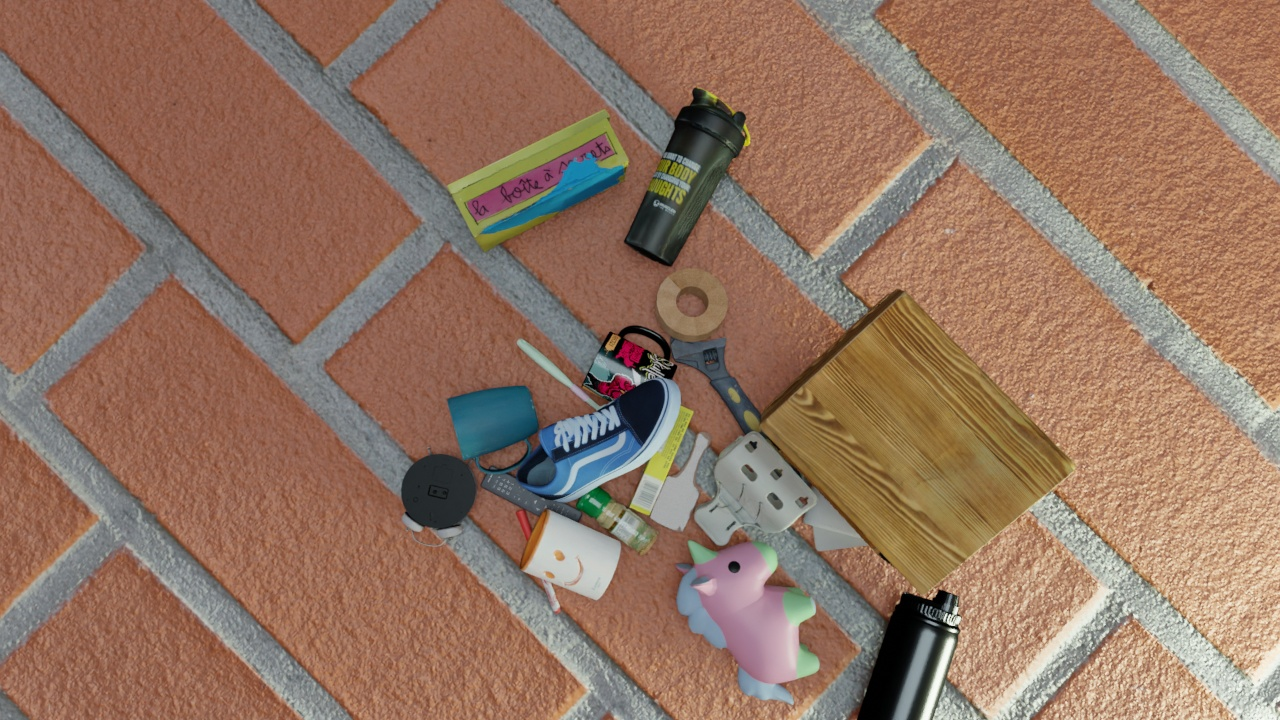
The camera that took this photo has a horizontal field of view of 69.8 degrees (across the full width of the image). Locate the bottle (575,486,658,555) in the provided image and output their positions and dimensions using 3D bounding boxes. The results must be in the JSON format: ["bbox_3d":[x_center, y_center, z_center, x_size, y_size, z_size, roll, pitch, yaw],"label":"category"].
[{"bbox_3d":[-0.030,0.205,1.190,0.111,0.043,0.043,37,86,-1],"label":"bottle"}]

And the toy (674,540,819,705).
[{"bbox_3d":[0.133,0.331,1.159,0.171,0.120,0.222,-4,91,-8],"label":"toy"}]

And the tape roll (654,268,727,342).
[{"bbox_3d":[0.067,-0.073,1.208,0.094,0.027,0.094,1,74,-4],"label":"tape roll"}]

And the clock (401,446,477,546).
[{"bbox_3d":[-0.261,0.179,1.187,0.094,0.035,0.122,14,87,-1],"label":"clock"}]

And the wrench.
[{"bbox_3d":[0.128,0.057,1.215,0.073,0.022,0.273,-34,88,-5],"label":"wrench"}]

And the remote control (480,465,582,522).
[{"bbox_3d":[-0.142,0.181,1.201,0.136,0.015,0.032,28,86,-3],"label":"remote control"}]

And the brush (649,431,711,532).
[{"bbox_3d":[0.059,0.157,1.212,0.050,0.015,0.135,25,80,0],"label":"brush"}]

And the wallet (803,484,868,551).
[{"bbox_3d":[0.278,0.201,1.204,0.118,0.037,0.115,14,86,2],"label":"wallet"}]

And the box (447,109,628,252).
[{"bbox_3d":[-0.127,-0.228,1.175,0.221,0.124,0.079,-29,90,-2],"label":"box"}]

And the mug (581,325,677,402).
[{"bbox_3d":[-0.007,0.007,1.191,0.098,0.082,0.117,27,58,0],"label":"mug"}]

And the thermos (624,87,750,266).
[{"bbox_3d":[0.060,-0.235,1.199,0.098,0.098,0.221,26,89,0],"label":"thermos"}]

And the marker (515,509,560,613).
[{"bbox_3d":[-0.132,0.262,1.198,0.013,0.013,0.142,-21,88,-3],"label":"marker"}]

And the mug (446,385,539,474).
[{"bbox_3d":[-0.183,0.089,1.175,0.104,0.084,0.112,-16,100,-12],"label":"mug"}]

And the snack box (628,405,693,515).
[{"bbox_3d":[0.026,0.128,1.198,0.029,0.040,0.148,23,86,-2],"label":"snack box"}]

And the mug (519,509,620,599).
[{"bbox_3d":[-0.089,0.245,1.159,0.105,0.082,0.082,25,86,-9],"label":"mug"}]

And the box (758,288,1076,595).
[{"bbox_3d":[0.315,0.097,1.118,0.251,0.192,0.279,-44,89,10],"label":"box"}]

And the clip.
[{"bbox_3d":[0.141,0.172,1.197,0.126,0.101,0.152,48,117,4],"label":"clip"}]

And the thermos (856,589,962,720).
[{"bbox_3d":[0.348,0.385,1.170,0.086,0.086,0.198,20,86,-1],"label":"thermos"}]

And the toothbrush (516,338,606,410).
[{"bbox_3d":[-0.103,0.023,1.212,0.155,0.015,0.022,39,51,0],"label":"toothbrush"}]

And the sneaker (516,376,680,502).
[{"bbox_3d":[-0.060,0.097,1.114,0.242,0.098,0.083,-39,50,27],"label":"sneaker"}]
